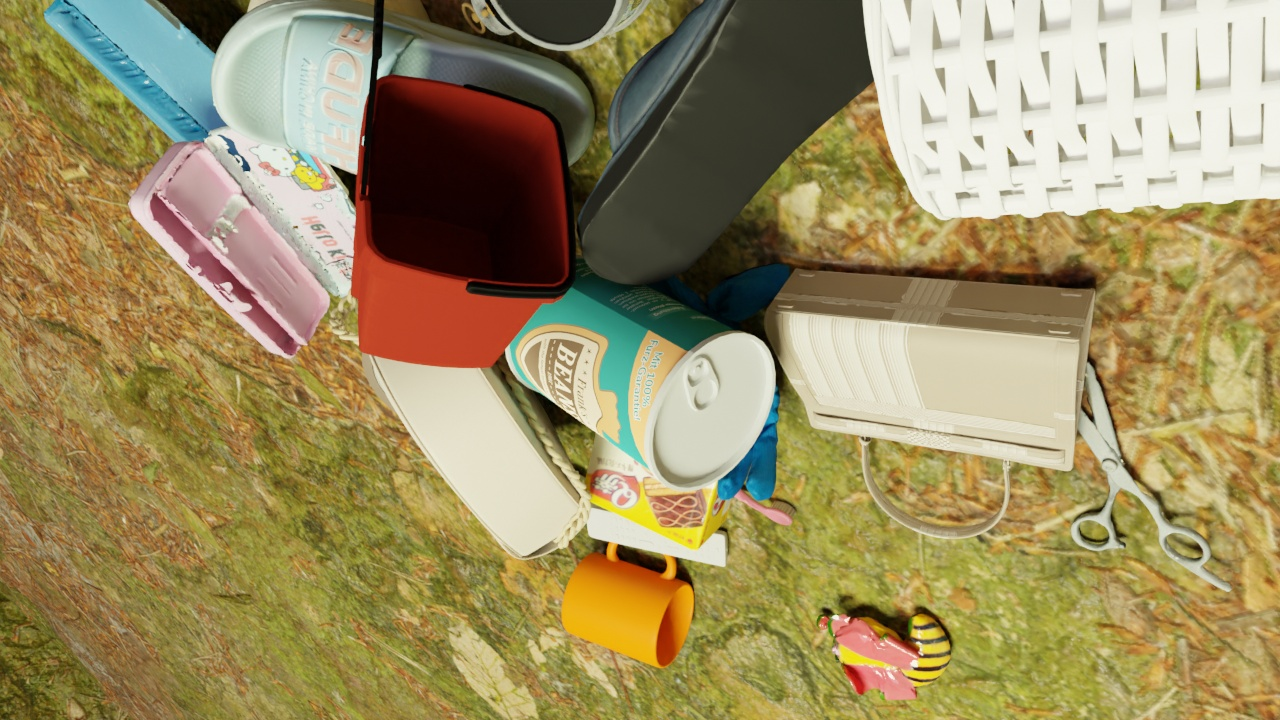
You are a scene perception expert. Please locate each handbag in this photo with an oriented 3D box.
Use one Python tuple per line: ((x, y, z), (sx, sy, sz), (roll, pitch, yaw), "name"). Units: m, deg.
((0.185, 0.043, 0.586), (0.176, 0.062, 0.198), (8, 131, 31), "handbag")
((-0.131, 0.038, 0.693), (0.209, 0.103, 0.210), (59, 176, -30), "handbag")

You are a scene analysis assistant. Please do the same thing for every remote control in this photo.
((0.014, 0.151, 0.798), (0.131, 0.012, 0.033), (8, 119, 23), "remote control")

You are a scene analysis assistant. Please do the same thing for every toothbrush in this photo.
((0.062, 0.098, 0.737), (0.135, 0.016, 0.022), (23, 131, 21), "toothbrush")

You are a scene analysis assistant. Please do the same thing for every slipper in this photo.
((-0.151, -0.164, 0.589), (0.245, 0.074, 0.104), (7, 130, -6), "slipper")
((0.050, -0.159, 0.498), (0.266, 0.108, 0.083), (-47, 47, 30), "slipper")

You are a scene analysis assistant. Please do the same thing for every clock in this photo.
((-0.054, -0.231, 0.543), (0.148, 0.056, 0.104), (-16, 121, 35), "clock")

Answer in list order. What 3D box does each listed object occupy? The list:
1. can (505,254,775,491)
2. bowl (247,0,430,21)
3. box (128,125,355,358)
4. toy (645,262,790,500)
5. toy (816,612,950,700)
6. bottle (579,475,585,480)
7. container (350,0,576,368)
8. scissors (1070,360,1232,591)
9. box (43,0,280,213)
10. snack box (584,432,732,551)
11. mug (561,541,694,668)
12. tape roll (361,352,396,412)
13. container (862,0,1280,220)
((-0.003, 0.003, 0.571), (0.144, 0.099, 0.099), (31, 138, 42), "can")
((-0.226, -0.217, 0.657), (0.151, 0.075, 0.151), (18, 130, 23), "bowl")
((-0.278, -0.089, 0.720), (0.101, 0.111, 0.201), (9, 150, 20), "box")
((0.064, 0.005, 0.624), (0.113, 0.070, 0.176), (-16, 91, 42), "toy")
((0.192, 0.231, 0.728), (0.104, 0.046, 0.084), (-15, 99, 35), "toy")
((-0.111, 0.111, 0.841), (0.136, 0.044, 0.044), (13, 128, 26), "bottle")
((-0.101, -0.096, 0.513), (0.127, 0.147, 0.201), (7, 147, -23), "container")
((0.300, 0.071, 0.553), (0.131, 0.014, 0.153), (19, 133, 34), "scissors")
((-0.379, -0.216, 0.738), (0.232, 0.060, 0.176), (43, 157, 1), "box")
((0.018, 0.081, 0.707), (0.106, 0.061, 0.084), (22, 114, 20), "snack box")
((-0.008, 0.208, 0.830), (0.096, 0.077, 0.113), (12, 100, 27), "mug")
((-0.210, 0.011, 0.844), (0.094, 0.030, 0.094), (18, 130, 23), "tape roll")
((0.203, -0.150, 0.338), (0.187, 0.188, 0.189), (2, 122, 35), "container")
